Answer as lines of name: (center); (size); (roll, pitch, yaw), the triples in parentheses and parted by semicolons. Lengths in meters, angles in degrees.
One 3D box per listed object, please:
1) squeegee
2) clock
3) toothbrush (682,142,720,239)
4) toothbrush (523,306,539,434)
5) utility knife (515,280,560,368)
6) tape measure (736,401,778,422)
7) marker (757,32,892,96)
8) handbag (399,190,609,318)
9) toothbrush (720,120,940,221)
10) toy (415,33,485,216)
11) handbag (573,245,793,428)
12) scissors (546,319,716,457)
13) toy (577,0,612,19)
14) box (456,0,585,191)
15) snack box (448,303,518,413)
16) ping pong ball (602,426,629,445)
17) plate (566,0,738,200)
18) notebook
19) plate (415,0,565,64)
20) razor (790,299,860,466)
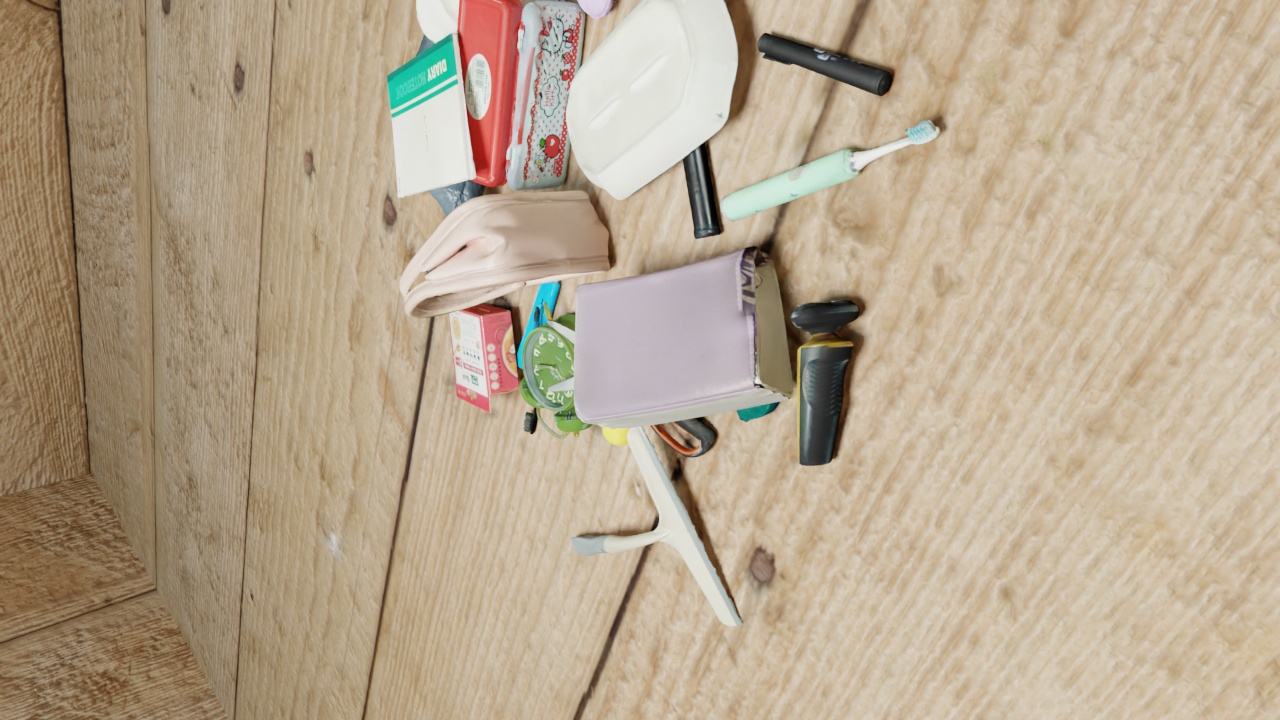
squeegee: (-0.025, 0.211, 1.074); (0.247, 0.039, 0.246); (-22, 96, 53)
clock: (-0.091, 0.020, 1.087); (0.116, 0.056, 0.161); (36, 126, 35)
toothbrush: (0.049, -0.225, 0.889); (0.027, 0.026, 0.212); (-8, 96, 12)
toothbrush: (-0.135, 0.015, 1.146); (0.016, 0.014, 0.190); (19, 124, 19)
utility knife: (-0.116, -0.072, 1.114); (0.034, 0.018, 0.210); (42, 128, 31)
tape measure: (0.109, 0.030, 0.902); (0.055, 0.025, 0.058); (-19, 88, 49)
marker: (0.153, -0.250, 0.775); (0.132, 0.020, 0.022); (34, 141, 36)
handbag: (-0.168, -0.100, 1.013); (0.235, 0.192, 0.093); (-23, 84, 37)
toothbrush: (0.157, -0.161, 0.792); (0.225, 0.027, 0.026); (-13, 55, 48)
toy: (-0.225, -0.281, 1.104); (0.138, 0.091, 0.356); (7, 105, 55)
handbag: (0.037, -0.018, 0.878); (0.197, 0.098, 0.145); (-11, 77, 29)
scissors: (-0.002, 0.019, 0.978); (0.221, 0.021, 0.230); (-36, 88, 32)
toy: (-0.046, -0.402, 0.924); (0.084, 0.038, 0.108); (36, 132, 52)
box: (-0.133, -0.291, 0.996); (0.112, 0.099, 0.202); (25, 121, 27)
snack box: (-0.205, -0.006, 1.193); (0.113, 0.044, 0.127); (17, 114, 55)
ping pong ball: (-0.023, 0.077, 1.044); (0.040, 0.040, 0.040); (16, 113, 43)
plate: (-0.004, -0.263, 0.899); (0.266, 0.034, 0.162); (-22, 80, 55)
notebook: (-0.242, -0.270, 1.040); (0.209, 0.012, 0.150); (5, 102, 56)
plate: (-0.161, -0.405, 0.978); (0.164, 0.034, 0.164); (13, 118, 1)
razor: (0.162, 0.022, 0.832); (0.067, 0.062, 0.168); (-123, 29, -63)
